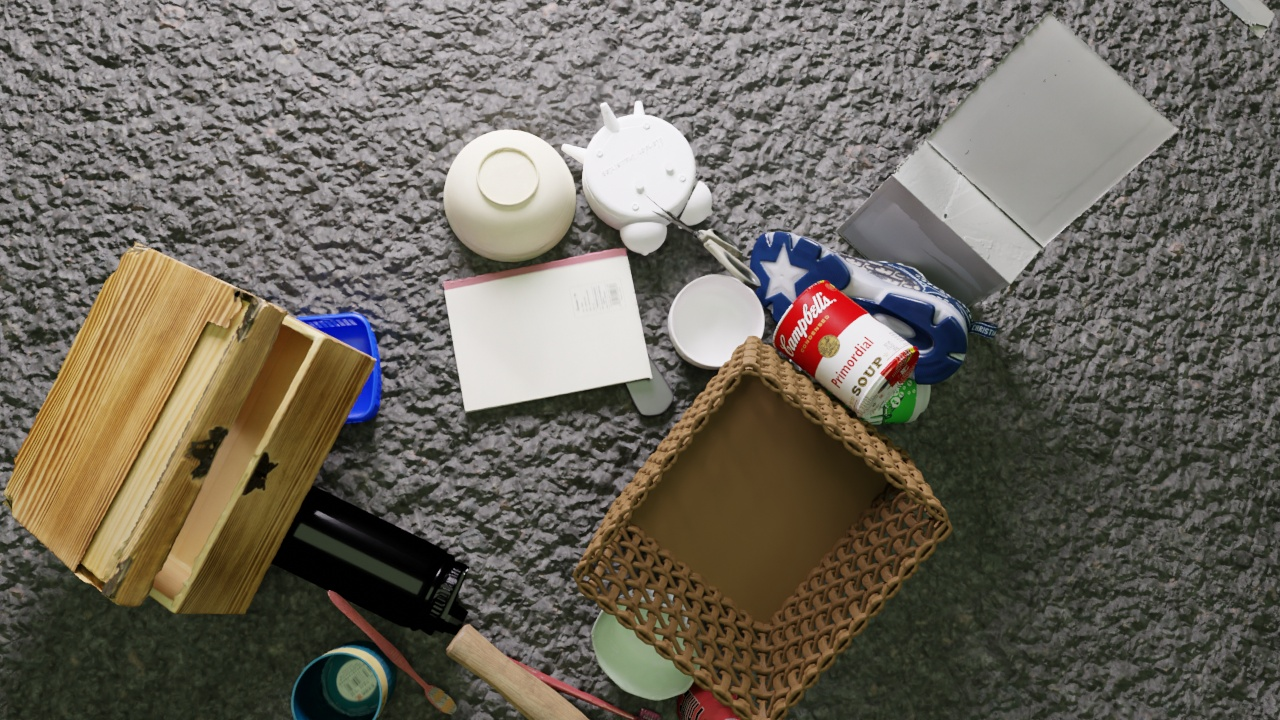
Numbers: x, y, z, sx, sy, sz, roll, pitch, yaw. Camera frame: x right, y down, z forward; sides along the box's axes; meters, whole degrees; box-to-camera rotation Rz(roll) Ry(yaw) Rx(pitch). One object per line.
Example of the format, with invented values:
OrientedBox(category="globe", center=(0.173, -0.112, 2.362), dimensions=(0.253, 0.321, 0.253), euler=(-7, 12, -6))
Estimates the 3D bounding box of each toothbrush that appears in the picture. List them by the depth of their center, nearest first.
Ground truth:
OrientedBox(category="toothbrush", center=(-0.249, 0.294, 0.922), dimensions=(0.184, 0.016, 0.015), euler=(52, 57, -17))
OrientedBox(category="toothbrush", center=(-0.067, 0.346, 0.964), dimensions=(0.190, 0.016, 0.016), euler=(23, 63, -1))

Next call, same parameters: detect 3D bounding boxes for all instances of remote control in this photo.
OrientedBox(category="remote control", center=(-0.006, 0.006, 1.027), dimensions=(0.046, 0.009, 0.124), euler=(-28, 84, -9))

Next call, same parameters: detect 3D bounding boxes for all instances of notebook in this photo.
OrientedBox(category="notebook", center=(-0.104, -0.035, 1.017), dimensions=(0.208, 0.012, 0.153), euler=(-11, 82, -3))

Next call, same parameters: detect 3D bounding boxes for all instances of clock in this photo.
OrientedBox(category="clock", center=(0.000, -0.209, 1.029), dimensions=(0.125, 0.073, 0.161), euler=(-33, 85, -9))

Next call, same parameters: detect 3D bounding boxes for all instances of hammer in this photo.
OrientedBox(category="hammer", center=(-0.067, 0.373, 0.911), dimensions=(0.305, 0.040, 0.132), euler=(39, 50, -3))

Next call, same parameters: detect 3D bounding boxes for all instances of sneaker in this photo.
OrientedBox(category="sneaker", center=(0.249, -0.073, 1.004), dimensions=(0.269, 0.103, 0.132), euler=(30, 33, 31))

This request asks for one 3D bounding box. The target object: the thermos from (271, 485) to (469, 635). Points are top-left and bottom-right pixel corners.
OrientedBox(category="thermos", center=(-0.263, 0.210, 0.931), dimensions=(0.198, 0.086, 0.086), euler=(26, 79, -1))

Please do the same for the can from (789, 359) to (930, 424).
OrientedBox(category="can", center=(0.237, 0.028, 1.006), dimensions=(0.140, 0.088, 0.087), euler=(-3, 81, -6))

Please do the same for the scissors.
OrientedBox(category="scissors", center=(0.074, -0.126, 0.990), dimensions=(0.013, 0.162, 0.154), euler=(-45, 77, 21))

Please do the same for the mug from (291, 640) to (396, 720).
OrientedBox(category="mug", center=(-0.299, 0.331, 0.899), dimensions=(0.113, 0.107, 0.083), euler=(-39, 88, -10))

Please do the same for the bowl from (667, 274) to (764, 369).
OrientedBox(category="bowl", center=(0.081, -0.039, 1.020), dimensions=(0.105, 0.054, 0.105), euler=(1, 81, -7))

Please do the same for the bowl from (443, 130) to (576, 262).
OrientedBox(category="bowl", center=(-0.145, -0.191, 1.012), dimensions=(0.150, 0.075, 0.150), euler=(1, 81, -5))

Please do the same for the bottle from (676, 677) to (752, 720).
OrientedBox(category="bottle", center=(0.077, 0.354, 0.894), dimensions=(0.062, 0.177, 0.062), euler=(1, 81, -6))

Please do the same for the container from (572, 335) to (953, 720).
OrientedBox(category="container", center=(0.111, 0.147, 0.873), dimensions=(0.219, 0.214, 0.252), euler=(38, 101, 1))

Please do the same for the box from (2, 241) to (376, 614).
OrientedBox(category="box", center=(-0.435, 0.056, 0.862), dimensions=(0.245, 0.168, 0.279), euler=(23, 85, 26))

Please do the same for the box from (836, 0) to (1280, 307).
OrientedBox(category="box", center=(0.378, -0.204, 0.881), dimensions=(0.166, 0.480, 0.118), euler=(43, 53, 2))

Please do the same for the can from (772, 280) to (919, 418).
OrientedBox(category="can", center=(0.204, -0.012, 0.913), dimensions=(0.086, 0.087, 0.116), euler=(-43, 65, -10))

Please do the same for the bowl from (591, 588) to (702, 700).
OrientedBox(category="bowl", center=(0.014, 0.283, 0.949), dimensions=(0.117, 0.061, 0.117), euler=(6, 109, 19))

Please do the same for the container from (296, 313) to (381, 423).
OrientedBox(category="container", center=(-0.323, 0.013, 0.971), dimensions=(0.096, 0.058, 0.114), euler=(-5, 81, -6))
